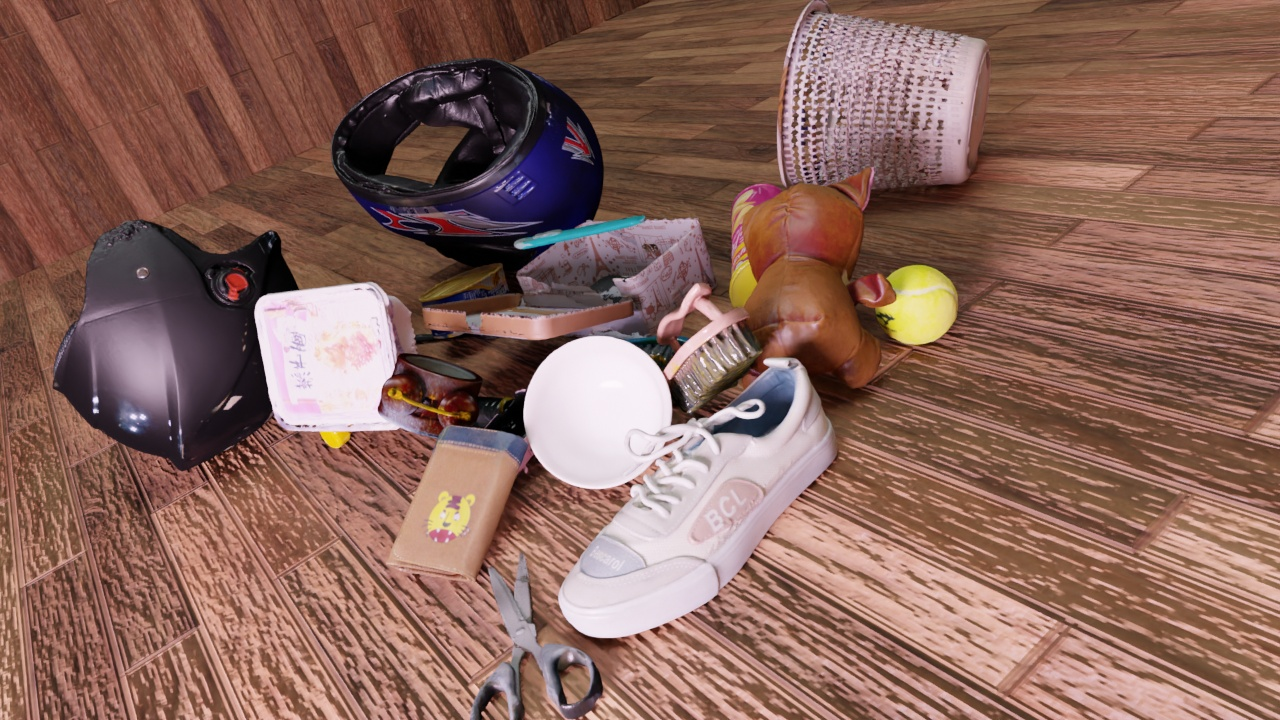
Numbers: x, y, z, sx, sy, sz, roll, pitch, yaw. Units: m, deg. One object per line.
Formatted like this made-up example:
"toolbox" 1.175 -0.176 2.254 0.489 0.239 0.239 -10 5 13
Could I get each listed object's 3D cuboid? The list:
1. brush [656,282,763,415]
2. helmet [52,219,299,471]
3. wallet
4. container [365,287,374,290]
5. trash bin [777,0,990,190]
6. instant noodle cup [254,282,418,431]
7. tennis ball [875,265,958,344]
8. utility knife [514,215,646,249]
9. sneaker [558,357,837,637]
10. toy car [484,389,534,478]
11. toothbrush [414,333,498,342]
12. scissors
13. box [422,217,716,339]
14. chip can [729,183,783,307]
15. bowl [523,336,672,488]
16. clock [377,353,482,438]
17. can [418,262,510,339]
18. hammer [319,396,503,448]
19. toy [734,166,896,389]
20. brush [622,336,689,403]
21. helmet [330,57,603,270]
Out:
"brush" 0.046 -0.011 0.688 0.063 0.073 0.146 -31 -9 -12
"helmet" -0.475 -0.021 0.985 0.273 0.230 0.234 -38 7 -32
"wallet" -0.141 0.108 0.701 0.090 0.033 0.115 1 60 32
"container" -0.305 -0.024 1.002 0.089 0.090 0.111 -26 14 -14
"trash bin" 0.276 -0.281 1.020 0.192 0.228 0.226 10 37 24
"instant noodle cup" -0.282 -0.004 0.881 0.174 0.138 0.060 -3 10 31
"tennis ball" 0.225 -0.045 0.749 0.065 0.065 0.065 -15 27 8
"utility knife" -0.067 -0.137 0.973 0.151 0.013 0.029 -10 23 13
"sneaker" 0.039 0.081 0.610 0.241 0.091 0.090 -36 31 -28
"toy car" -0.116 0.077 0.763 0.056 0.037 0.122 20 61 39
"toothbrush" -0.238 -0.030 1.080 0.181 0.018 0.015 -4 34 30
"scissors" -0.070 0.178 0.592 0.156 0.014 0.167 -5 28 30
"box" -0.068 -0.064 0.931 0.179 0.105 0.259 6 36 40
"chip can" 0.127 -0.114 0.936 0.071 0.071 0.210 -13 27 12
"bowl" -0.028 0.044 0.735 0.118 0.118 0.064 -15 -12 9
"clock" -0.176 0.032 0.775 0.082 0.055 0.122 18 6 -11
"can" -0.199 -0.070 1.060 0.075 0.049 0.147 -11 16 18
"hammer" -0.171 0.047 0.875 0.301 0.033 0.128 3 36 37
"toy" 0.140 -0.066 0.761 0.140 0.130 0.199 -11 59 23
"brush" -0.005 0.005 0.819 0.144 0.055 0.073 -6 24 26
"helmet" -0.200 -0.232 1.174 0.316 0.240 0.246 -1 67 19
